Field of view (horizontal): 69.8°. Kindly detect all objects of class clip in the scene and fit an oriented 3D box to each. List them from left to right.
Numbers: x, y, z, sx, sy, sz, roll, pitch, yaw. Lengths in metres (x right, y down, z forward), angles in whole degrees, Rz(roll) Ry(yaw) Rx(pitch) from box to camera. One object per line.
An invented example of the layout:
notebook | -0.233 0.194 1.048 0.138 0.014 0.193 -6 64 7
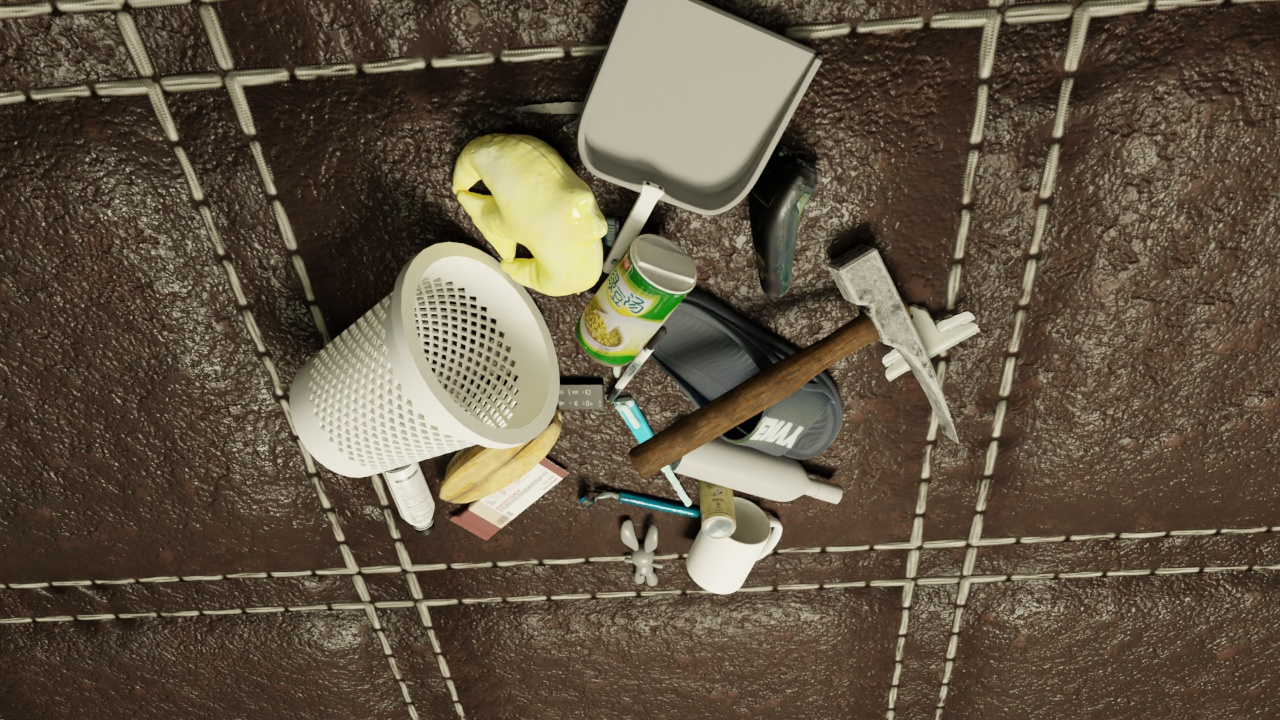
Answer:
clip | 0.283 -0.024 0.917 0.102 0.057 0.052 -32 145 22

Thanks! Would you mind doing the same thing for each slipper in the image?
slipper | 0.108 0.027 0.929 0.268 0.083 0.111 36 118 -22

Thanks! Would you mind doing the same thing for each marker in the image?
marker | -0.005 0.005 0.926 0.011 0.011 0.153 19 146 -13

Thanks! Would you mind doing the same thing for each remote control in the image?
remote control | -0.114 0.036 0.981 0.150 0.013 0.034 0 128 1

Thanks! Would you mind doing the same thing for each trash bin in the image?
trash bin | -0.217 0.019 0.876 0.200 0.195 0.195 -24 124 30

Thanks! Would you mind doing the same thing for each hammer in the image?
hammer | 0.142 0.056 0.885 0.300 0.037 0.218 -31 106 0

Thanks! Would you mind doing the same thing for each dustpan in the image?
dustpan | 0.022 -0.176 0.791 0.163 0.033 0.258 17 133 -16

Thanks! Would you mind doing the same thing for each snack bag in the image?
snack bag | -0.155 0.160 1.077 0.057 0.013 0.158 35 121 -25

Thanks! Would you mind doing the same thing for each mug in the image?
mug | 0.118 0.216 1.087 0.110 0.073 0.091 -3 132 -29

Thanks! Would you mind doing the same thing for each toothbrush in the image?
toothbrush | -0.026 -0.057 0.907 0.017 0.016 0.189 6 128 9

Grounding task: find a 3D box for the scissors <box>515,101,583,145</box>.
scissors | -0.016 -0.222 0.781 0.157 0.012 0.166 20 129 -16

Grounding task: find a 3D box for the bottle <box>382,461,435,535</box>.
bottle | -0.264 0.156 1.059 0.041 0.041 0.116 -6 127 6

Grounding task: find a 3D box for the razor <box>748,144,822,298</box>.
razor | 0.133 -0.122 0.838 0.067 0.054 0.152 -21 136 -16

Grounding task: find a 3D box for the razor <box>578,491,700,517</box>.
razor | 0.001 0.168 1.078 0.144 0.022 0.042 9 164 -11

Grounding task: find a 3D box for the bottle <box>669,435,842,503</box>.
bottle | 0.132 0.124 1.019 0.195 0.052 0.053 17 126 -12

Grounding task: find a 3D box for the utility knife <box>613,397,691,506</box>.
utility knife | 0.016 0.108 1.032 0.022 0.015 0.179 -19 124 15

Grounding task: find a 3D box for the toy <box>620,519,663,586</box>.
toy | 0.002 0.239 1.125 0.049 0.030 0.112 7 134 14

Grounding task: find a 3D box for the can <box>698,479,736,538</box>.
can | 0.086 0.158 1.029 0.038 0.079 0.038 0 127 0

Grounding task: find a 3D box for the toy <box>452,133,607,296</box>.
toy | -0.090 -0.125 0.814 0.155 0.064 0.170 -1 130 40

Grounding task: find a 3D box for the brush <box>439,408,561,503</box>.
brush | -0.156 0.105 1.010 0.059 0.043 0.196 36 127 -28

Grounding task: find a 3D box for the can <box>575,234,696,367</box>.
can | -0.006 -0.054 0.844 0.067 0.067 0.121 24 134 -17
